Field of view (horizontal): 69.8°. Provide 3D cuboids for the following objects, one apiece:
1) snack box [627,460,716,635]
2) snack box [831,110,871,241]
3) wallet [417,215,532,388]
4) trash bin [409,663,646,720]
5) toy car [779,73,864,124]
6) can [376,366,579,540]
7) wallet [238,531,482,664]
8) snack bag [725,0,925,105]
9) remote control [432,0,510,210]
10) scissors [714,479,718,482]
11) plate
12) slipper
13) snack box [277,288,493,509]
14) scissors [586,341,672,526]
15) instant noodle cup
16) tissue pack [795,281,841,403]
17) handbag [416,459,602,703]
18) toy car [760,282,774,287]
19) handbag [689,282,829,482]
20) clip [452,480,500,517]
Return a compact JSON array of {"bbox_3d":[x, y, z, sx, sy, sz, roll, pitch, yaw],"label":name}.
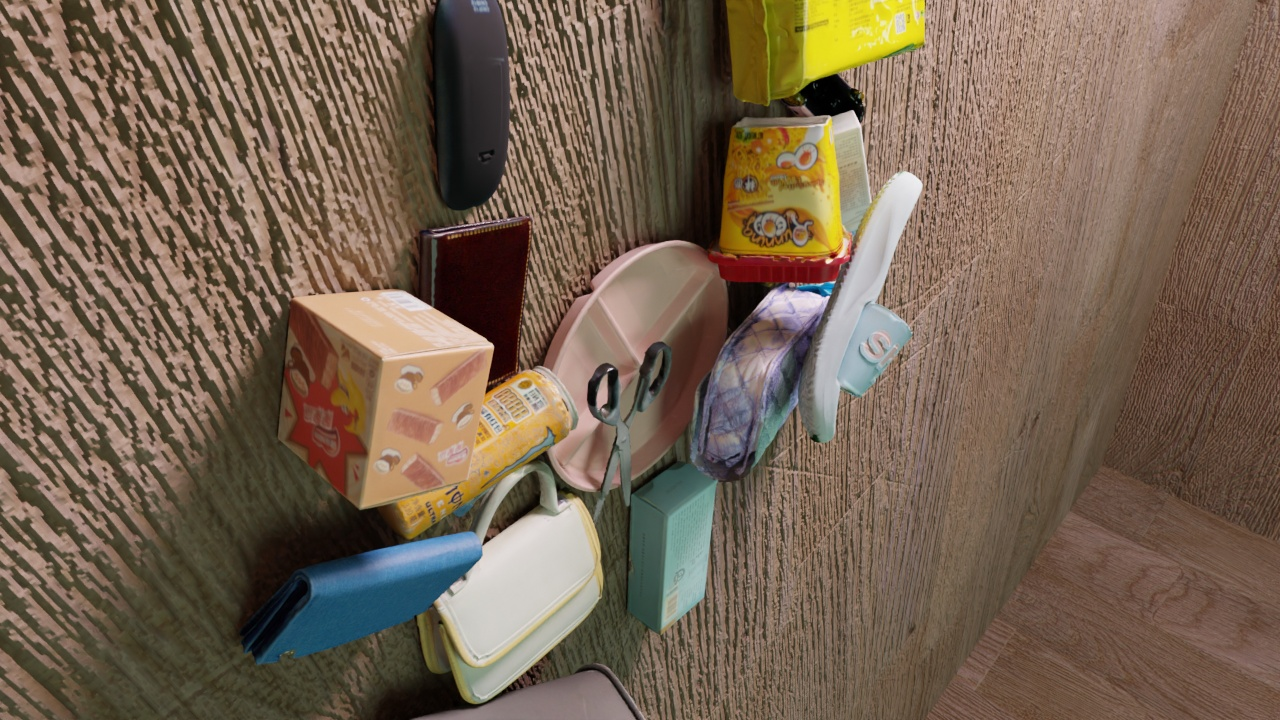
[{"bbox_3d":[0.030,0.193,0.940,0.074,0.052,0.175,-31,136,-39],"label":"snack box"},{"bbox_3d":[0.170,-0.156,0.860,0.085,0.026,0.157,-17,143,9],"label":"snack box"},{"bbox_3d":[-0.113,-0.035,0.624,0.096,0.020,0.122,-23,129,-50],"label":"wallet"},{"bbox_3d":[-0.110,0.387,0.763,0.219,0.199,0.199,13,119,-48],"label":"trash bin"},{"bbox_3d":[0.160,-0.237,0.825,0.122,0.037,0.056,28,84,-44],"label":"toy car"},{"bbox_3d":[-0.116,0.062,0.638,0.145,0.058,0.058,-33,137,-27],"label":"can"},{"bbox_3d":[-0.184,0.154,0.610,0.132,0.040,0.107,-2,147,-49],"label":"wallet"},{"bbox_3d":[0.158,-0.302,0.725,0.245,0.068,0.158,-30,124,-38],"label":"snack bag"},{"bbox_3d":[-0.099,-0.154,0.552,0.053,0.024,0.137,-27,133,-42],"label":"remote control"},{"bbox_3d":[0.105,0.081,0.994,0.135,0.017,0.105,-40,142,-23],"label":"scissors"},{"bbox_3d":[-0.005,0.005,0.784,0.228,0.028,0.230,-32,135,-38],"label":"plate"},{"bbox_3d":[0.199,-0.042,0.794,0.104,0.074,0.245,31,80,-85],"label":"slipper"},{"bbox_3d":[-0.152,0.019,0.542,0.076,0.093,0.094,-11,121,-49],"label":"snack box"},{"bbox_3d":[-0.016,0.060,0.774,0.159,0.014,0.173,-54,147,-8],"label":"scissors"},{"bbox_3d":[0.117,-0.136,0.763,0.115,0.116,0.124,-55,145,-65],"label":"instant noodle cup"},{"bbox_3d":[0.199,-0.023,0.999,0.089,0.063,0.140,-12,122,-49],"label":"tissue pack"},{"bbox_3d":[-0.103,0.171,0.749,0.162,0.063,0.179,-33,133,-38],"label":"handbag"},{"bbox_3d":[0.145,-0.097,0.877,0.090,0.035,0.042,-5,148,-27],"label":"toy car"},{"bbox_3d":[0.117,0.013,0.875,0.193,0.076,0.134,-42,147,-50],"label":"handbag"},{"bbox_3d":[-0.124,0.095,0.699,0.056,0.029,0.024,-46,142,-10],"label":"clip"}]
